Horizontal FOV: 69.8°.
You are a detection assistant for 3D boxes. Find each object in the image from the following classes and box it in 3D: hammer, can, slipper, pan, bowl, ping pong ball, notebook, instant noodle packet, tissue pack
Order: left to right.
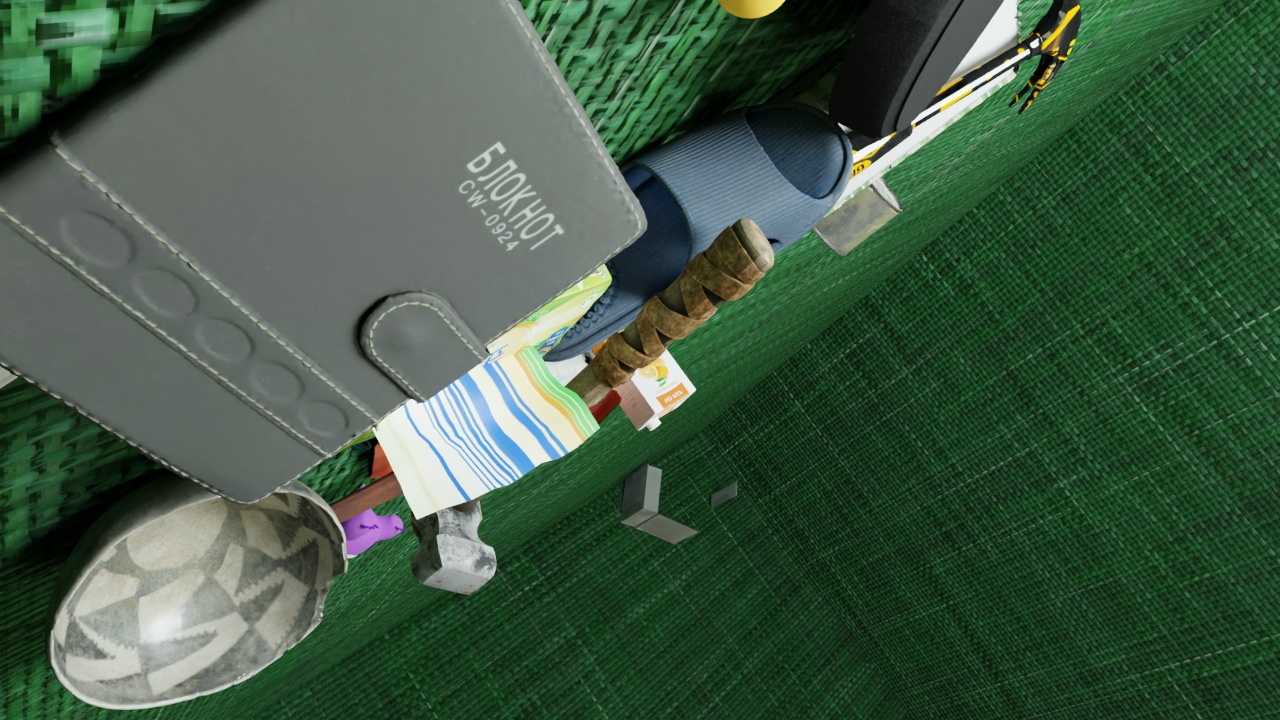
[{"bbox_3d":[-0.287,0.130,0.587,0.178,0.081,0.179,-30,141,-28],"label":"bowl"},{"bbox_3d":[-0.315,0.158,0.771,0.300,0.028,0.111,-26,169,-22],"label":"hammer"},{"bbox_3d":[-0.113,-0.042,0.330,0.209,0.029,0.169,-34,136,2],"label":"notebook"},{"bbox_3d":[-0.099,0.002,0.487,0.197,0.141,0.121,-28,168,-42],"label":"tissue pack"},{"bbox_3d":[-0.147,0.061,0.872,0.220,0.084,0.165,-22,171,-23],"label":"instant noodle packet"},{"bbox_3d":[-0.044,0.024,0.587,0.319,0.121,0.049,-40,136,23],"label":"hammer"},{"bbox_3d":[0.011,-0.091,0.598,0.264,0.101,0.082,-31,164,9],"label":"slipper"},{"bbox_3d":[0.052,-0.181,0.429,0.040,0.040,0.040,-35,171,-7],"label":"ping pong ball"},{"bbox_3d":[0.208,-0.163,0.933,0.075,0.090,0.089,-40,170,25],"label":"can"},{"bbox_3d":[0.193,-0.172,0.671,0.320,0.036,0.123,-32,149,-8],"label":"hammer"},{"bbox_3d":[0.184,-0.245,0.464,0.203,0.044,0.356,-51,169,-14],"label":"pan"}]

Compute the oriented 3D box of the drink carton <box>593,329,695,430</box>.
[{"bbox_3d":[-0.005,0.005,0.903,0.058,0.122,0.040,-29,168,-38],"label":"drink carton"}]

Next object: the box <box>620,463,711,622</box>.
[{"bbox_3d":[0.086,0.601,3.015,0.172,0.512,0.167,-25,170,-37],"label":"box"}]

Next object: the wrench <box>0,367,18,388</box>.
[{"bbox_3d":[-0.276,0.022,0.342,0.273,0.018,0.066,-34,171,-6],"label":"wrench"}]

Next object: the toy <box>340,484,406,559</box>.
[{"bbox_3d":[-0.290,0.166,0.897,0.088,0.056,0.106,-33,161,7],"label":"toy"}]

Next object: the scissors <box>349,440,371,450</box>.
[{"bbox_3d":[-0.214,0.049,0.692,0.126,0.019,0.145,-25,164,-46],"label":"scissors"}]

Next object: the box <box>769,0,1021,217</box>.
[{"bbox_3d":[0.194,-0.208,0.700,0.205,0.050,0.117,-38,147,4],"label":"box"}]

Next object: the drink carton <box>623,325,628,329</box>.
[{"bbox_3d":[-0.035,-0.044,0.814,0.044,0.038,0.128,-42,169,33],"label":"drink carton"}]
